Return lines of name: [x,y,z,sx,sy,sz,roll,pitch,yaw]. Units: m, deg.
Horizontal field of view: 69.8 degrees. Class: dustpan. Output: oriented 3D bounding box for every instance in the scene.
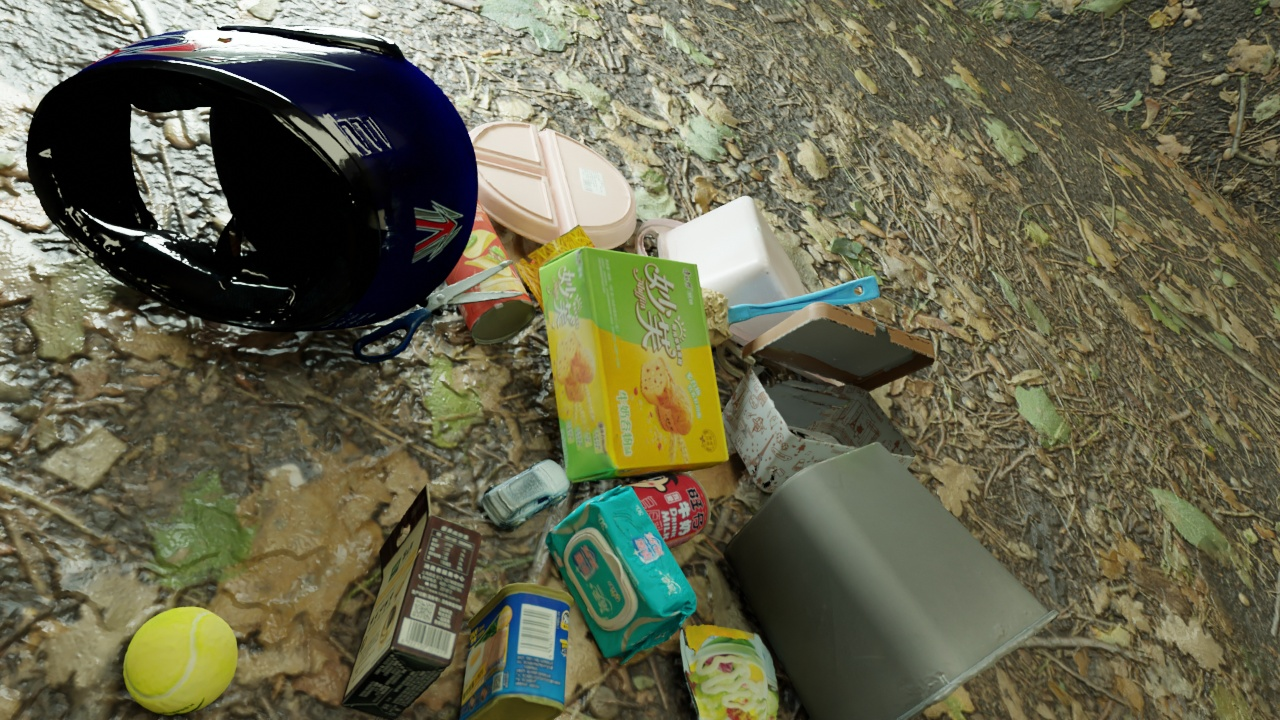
dustpan: [0.120,-0.081,1.132,0.273,0.139,0.222,53,19,-32]

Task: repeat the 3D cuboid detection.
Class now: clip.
clip: [0.100,-0.024,1.085,0.100,0.035,0.071,46,41,20]

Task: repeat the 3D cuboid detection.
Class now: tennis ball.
tennis ball: [-0.291,0.190,0.582,0.065,0.066,0.065,20,45,-21]

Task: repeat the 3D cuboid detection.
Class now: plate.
plate: [-0.106,-0.211,1.073,0.229,0.028,0.229,18,38,-15]

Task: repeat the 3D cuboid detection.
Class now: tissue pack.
tissue pack: [-0.018,0.181,0.770,0.050,0.093,0.133,-11,61,-46]

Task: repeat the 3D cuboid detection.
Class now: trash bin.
trash bin: [0.214,0.214,0.845,0.198,0.200,0.219,-11,56,-39]

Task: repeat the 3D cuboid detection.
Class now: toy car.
toy car: [-0.099,0.116,0.813,0.043,0.034,0.090,49,40,15]

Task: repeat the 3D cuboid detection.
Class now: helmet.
helmet: [-0.290,-0.158,0.768,0.315,0.248,0.239,15,28,7]

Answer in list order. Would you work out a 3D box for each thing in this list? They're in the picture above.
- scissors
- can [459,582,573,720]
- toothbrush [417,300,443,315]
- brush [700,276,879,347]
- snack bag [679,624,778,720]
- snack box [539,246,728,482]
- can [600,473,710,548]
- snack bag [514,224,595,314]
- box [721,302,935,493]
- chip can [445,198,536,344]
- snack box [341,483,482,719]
scissors: [-0.197,-0.048,0.849,0.166,0.012,0.156,14,60,7]
can: [-0.092,0.223,0.673,0.057,0.102,0.083,19,48,-22]
toothbrush: [-0.269,-0.102,0.894,0.189,0.014,0.016,36,34,-4]
brush: [0.133,-0.057,0.997,0.254,0.046,0.083,-10,82,-2]
snack bag: [0.080,0.320,0.764,0.110,0.039,0.190,26,43,-32]
snack box: [-0.005,0.005,0.879,0.157,0.070,0.210,2,76,-44]
can: [0.011,0.142,0.844,0.093,0.067,0.066,-9,60,-41]
snack bag: [-0.041,-0.032,0.949,0.208,0.073,0.128,57,40,-5]
box: [0.213,0.032,0.981,0.182,0.188,0.155,11,33,-28]
chip can: [-0.180,-0.121,0.933,0.073,0.073,0.216,-10,62,-41]
snack box: [-0.163,0.173,0.654,0.053,0.114,0.125,26,44,-17]
